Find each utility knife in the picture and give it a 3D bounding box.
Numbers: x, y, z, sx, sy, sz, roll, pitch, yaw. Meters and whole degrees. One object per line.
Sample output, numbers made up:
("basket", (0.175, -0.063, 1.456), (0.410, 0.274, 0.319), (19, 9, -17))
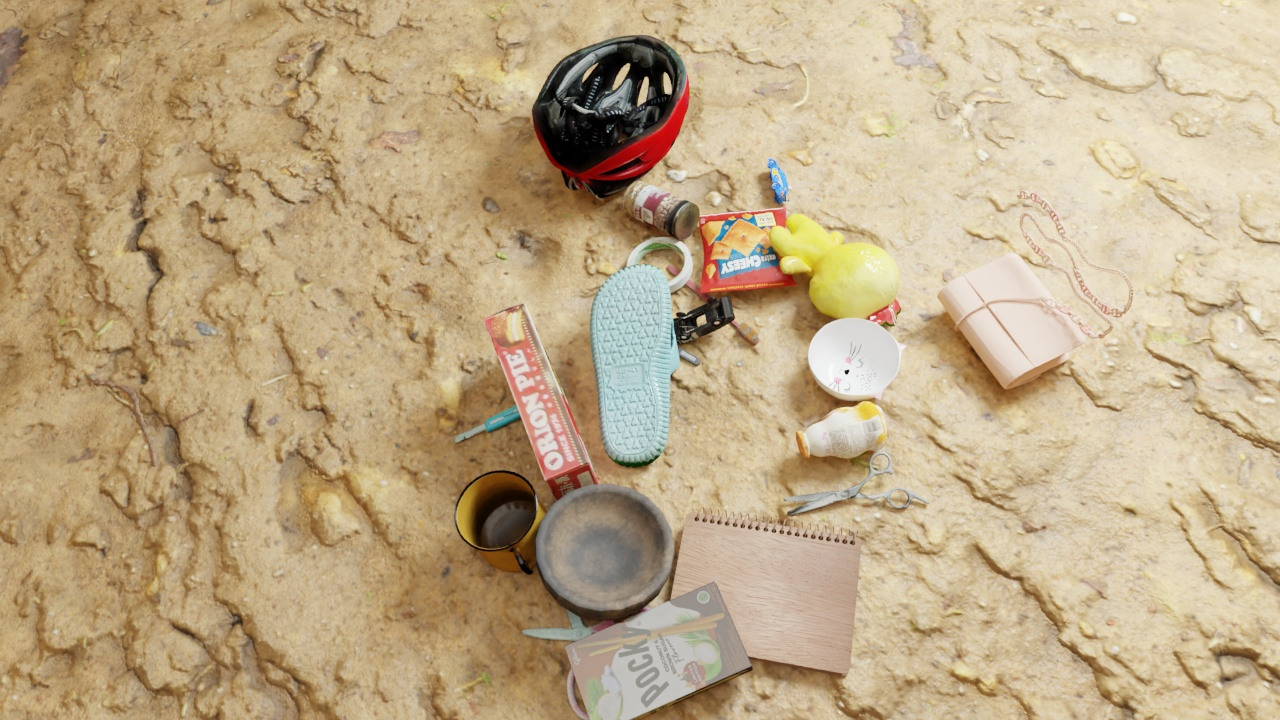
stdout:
("utility knife", (-0.181, 0.079, 1.236), (0.148, 0.015, 0.022), (-27, 67, -4))

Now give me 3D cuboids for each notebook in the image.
("notebook", (0.146, 0.265, 1.078), (0.210, 0.022, 0.168), (7, 63, 12))

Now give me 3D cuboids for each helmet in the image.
("helmet", (-0.038, -0.372, 1.377), (0.217, 0.167, 0.271), (22, 66, 19))

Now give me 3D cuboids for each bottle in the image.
("bottle", (0.029, -0.220, 1.338), (0.105, 0.056, 0.056), (30, 69, 31))
("bottle", (0.248, 0.091, 1.135), (0.109, 0.063, 0.063), (-15, 60, -1))

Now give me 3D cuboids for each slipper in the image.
("slipper", (-0.007, 0.007, 1.222), (0.116, 0.069, 0.276), (-4, 76, 7))

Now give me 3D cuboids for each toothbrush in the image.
("toothbrush", (0.098, -0.083, 1.283), (0.015, 0.016, 0.184), (-41, 61, -11))
("toothbrush", (0.013, -0.035, 1.272), (0.167, 0.013, 0.012), (30, 69, 20))

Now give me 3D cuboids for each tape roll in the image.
("tape roll", (0.028, -0.136, 1.316), (0.094, 0.018, 0.093), (-7, 58, 11))

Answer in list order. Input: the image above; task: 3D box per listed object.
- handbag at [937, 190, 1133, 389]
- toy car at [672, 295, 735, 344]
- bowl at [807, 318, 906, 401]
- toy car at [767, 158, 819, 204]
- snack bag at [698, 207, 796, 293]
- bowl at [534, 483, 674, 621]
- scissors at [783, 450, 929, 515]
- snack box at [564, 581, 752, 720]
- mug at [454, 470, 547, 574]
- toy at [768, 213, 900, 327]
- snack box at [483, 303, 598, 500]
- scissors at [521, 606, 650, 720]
("handbag", (0.463, -0.085, 1.129), (0.116, 0.187, 0.198), (-22, 64, -13))
("toy car", (0.086, -0.054, 1.249), (0.092, 0.037, 0.040), (-23, 58, 25))
("bowl", (0.274, 0.006, 1.185), (0.115, 0.051, 0.114), (-4, 61, 6))
("toy car", (0.224, -0.262, 1.351), (0.062, 0.033, 0.091), (-11, 60, 10))
("snack bag", (0.148, -0.156, 1.301), (0.131, 0.039, 0.143), (-4, 56, 7))
("bowl", (-0.043, 0.232, 1.082), (0.162, 0.070, 0.162), (1, 54, -2))
("scissors", (0.262, 0.171, 1.117), (0.160, 0.014, 0.120), (-40, 79, 0))
("snack box", (0.020, 0.334, 1.030), (0.186, 0.032, 0.101), (-23, 63, -2))
("mug", (-0.158, 0.207, 1.112), (0.100, 0.094, 0.123), (-27, 59, -6))
("toy", (0.267, -0.127, 1.238), (0.208, 0.092, 0.133), (37, 59, 27))
("snack box", (-0.125, 0.054, 1.169), (0.060, 0.113, 0.236), (-22, 67, -4))
("scissors", (-0.059, 0.338, 1.072), (0.170, 0.013, 0.174), (0, 61, 8))
